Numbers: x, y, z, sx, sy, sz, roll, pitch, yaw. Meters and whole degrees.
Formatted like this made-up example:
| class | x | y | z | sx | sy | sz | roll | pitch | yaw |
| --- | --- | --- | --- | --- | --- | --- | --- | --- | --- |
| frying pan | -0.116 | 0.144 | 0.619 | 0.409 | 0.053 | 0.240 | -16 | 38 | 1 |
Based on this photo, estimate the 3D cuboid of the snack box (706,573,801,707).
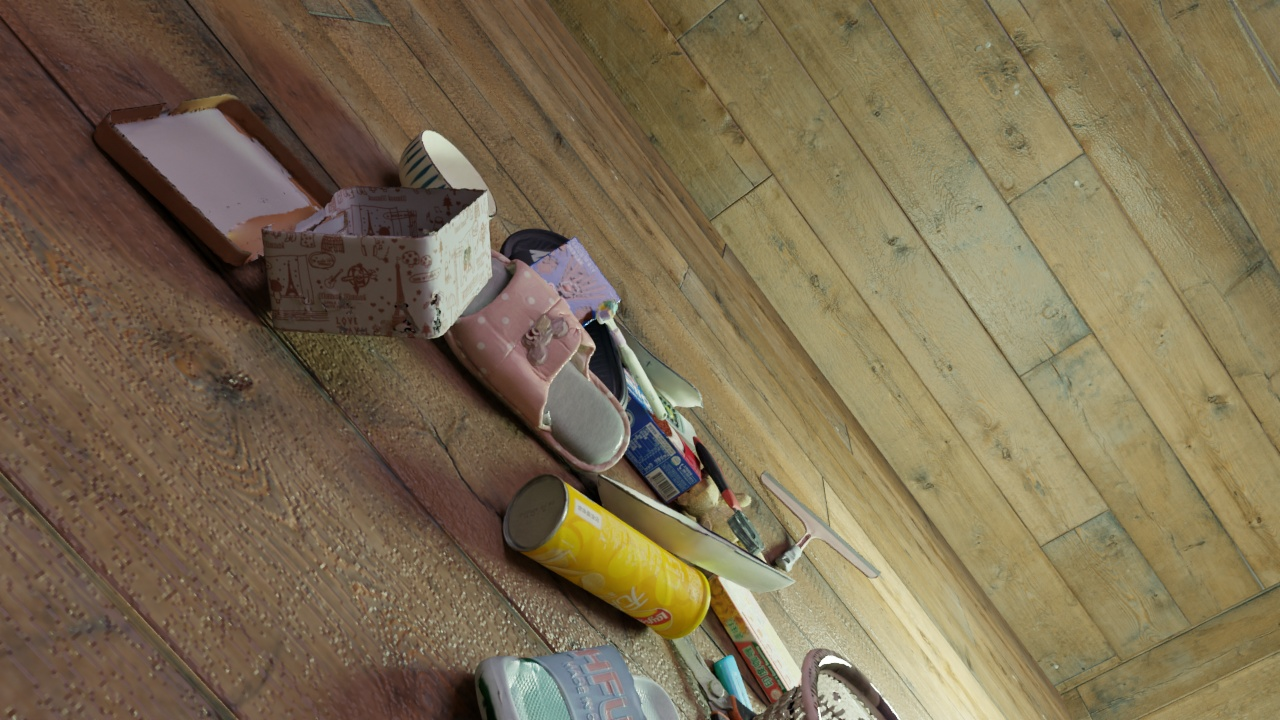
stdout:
| class | x | y | z | sx | sy | sz | roll | pitch | yaw |
| --- | --- | --- | --- | --- | --- | --- | --- | --- | --- |
| snack box | 0.129 | 0.312 | 1.052 | 0.155 | 0.027 | 0.077 | 58 | 16 | 10 |

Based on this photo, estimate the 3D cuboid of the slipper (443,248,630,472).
| class | x | y | z | sx | sy | sz | roll | pitch | yaw |
| --- | --- | --- | --- | --- | --- | --- | --- | --- | --- |
| slipper | -0.095 | 0.004 | 0.893 | 0.055 | 0.114 | 0.274 | 0 | -47 | 54 |

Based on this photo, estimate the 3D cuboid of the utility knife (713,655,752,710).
| class | x | y | z | sx | sy | sz | roll | pitch | yaw |
| --- | --- | --- | --- | --- | --- | --- | --- | --- | --- |
| utility knife | 0.117 | 0.387 | 0.887 | 0.034 | 0.018 | 0.216 | 35 | 26 | -50 |

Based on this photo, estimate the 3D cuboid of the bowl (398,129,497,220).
| class | x | y | z | sx | sy | sz | roll | pitch | yaw |
| --- | --- | --- | --- | --- | --- | --- | --- | --- | --- |
| bowl | -0.218 | -0.183 | 0.993 | 0.116 | 0.066 | 0.116 | 49 | 16 | -20 |

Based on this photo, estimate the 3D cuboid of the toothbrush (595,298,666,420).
| class | x | y | z | sx | sy | sz | roll | pitch | yaw |
| --- | --- | --- | --- | --- | --- | --- | --- | --- | --- |
| toothbrush | -0.006 | 0.006 | 1.009 | 0.020 | 0.029 | 0.190 | 26 | -26 | 41 |

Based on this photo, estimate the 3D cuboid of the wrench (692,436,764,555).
| class | x | y | z | sx | sy | sz | roll | pitch | yaw |
| --- | --- | --- | --- | --- | --- | --- | --- | --- | --- |
| wrench | 0.095 | 0.148 | 1.044 | 0.056 | 0.016 | 0.273 | 49 | 5 | -18 |

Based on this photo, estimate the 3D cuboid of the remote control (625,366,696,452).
| class | x | y | z | sx | sy | sz | roll | pitch | yaw |
| --- | --- | --- | --- | --- | --- | --- | --- | --- | --- |
| remote control | 0.025 | 0.065 | 1.178 | 0.135 | 0.019 | 0.056 | 44 | 18 | -26 |

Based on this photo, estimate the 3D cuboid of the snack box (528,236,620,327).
| class | x | y | z | sx | sy | sz | roll | pitch | yaw |
| --- | --- | --- | --- | --- | --- | --- | --- | --- | --- |
| snack box | -0.103 | -0.055 | 0.952 | 0.156 | 0.026 | 0.084 | -38 | 93 | -29 |

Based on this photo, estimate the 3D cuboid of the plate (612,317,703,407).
| class | x | y | z | sx | sy | sz | roll | pitch | yaw |
| --- | --- | --- | --- | --- | --- | --- | --- | --- | --- |
| plate | 0.014 | 0.014 | 1.241 | 0.164 | 0.034 | 0.163 | 42 | -4 | 11 |

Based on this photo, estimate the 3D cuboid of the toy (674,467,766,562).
| class | x | y | z | sx | sy | sz | roll | pitch | yaw |
| --- | --- | --- | --- | --- | --- | --- | --- | --- | --- |
| toy | 0.102 | 0.211 | 1.138 | 0.104 | 0.066 | 0.157 | -38 | 99 | -32 |

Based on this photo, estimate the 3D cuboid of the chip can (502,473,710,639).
| class | x | y | z | sx | sy | sz | roll | pitch | yaw |
| --- | --- | --- | --- | --- | --- | --- | --- | --- | --- |
| chip can | -0.024 | 0.177 | 0.809 | 0.213 | 0.072 | 0.072 | 41 | 21 | -39 |

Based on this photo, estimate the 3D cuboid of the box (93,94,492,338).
| class | x | y | z | sx | sy | sz | roll | pitch | yaw |
| --- | --- | --- | --- | --- | --- | --- | --- | --- | --- |
| box | -0.250 | -0.109 | 0.709 | 0.274 | 0.125 | 0.178 | 25 | 21 | -4 |

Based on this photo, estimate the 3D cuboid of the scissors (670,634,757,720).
| class | x | y | z | sx | sy | sz | roll | pitch | yaw |
| --- | --- | --- | --- | --- | --- | --- | --- | --- | --- |
| scissors | 0.087 | 0.330 | 0.886 | 0.196 | 0.015 | 0.205 | 29 | 34 | -22 |

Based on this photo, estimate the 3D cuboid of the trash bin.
| class | x | y | z | sx | sy | sz | roll | pitch | yaw |
| --- | --- | --- | --- | --- | --- | --- | --- | --- | --- |
| trash bin | 0.098 | 0.338 | 0.607 | 0.227 | 0.192 | 0.227 | 49 | 17 | -21 |

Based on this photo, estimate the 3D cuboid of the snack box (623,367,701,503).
| class | x | y | z | sx | sy | sz | roll | pitch | yaw |
| --- | --- | --- | --- | --- | --- | --- | --- | --- | --- |
| snack box | -0.010 | 0.071 | 1.090 | 0.207 | 0.057 | 0.058 | 51 | 14 | -12 |

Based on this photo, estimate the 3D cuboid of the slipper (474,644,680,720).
| class | x | y | z | sx | sy | sz | roll | pitch | yaw |
| --- | --- | --- | --- | --- | --- | --- | --- | --- | --- |
| slipper | -0.024 | 0.255 | 0.649 | 0.245 | 0.074 | 0.104 | 33 | 28 | -55 |

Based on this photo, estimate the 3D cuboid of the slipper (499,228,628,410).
| class | x | y | z | sx | sy | sz | roll | pitch | yaw |
| --- | --- | --- | --- | --- | --- | --- | --- | --- | --- |
| slipper | -0.080 | -0.054 | 1.015 | 0.083 | 0.110 | 0.268 | 104 | -32 | -59 |

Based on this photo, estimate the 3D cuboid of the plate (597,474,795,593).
| class | x | y | z | sx | sy | sz | roll | pitch | yaw |
| --- | --- | --- | --- | --- | --- | --- | --- | --- | --- |
| plate | 0.054 | 0.189 | 0.963 | 0.162 | 0.034 | 0.265 | 23 | -8 | 45 |

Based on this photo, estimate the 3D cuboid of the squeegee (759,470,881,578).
| class | x | y | z | sx | sy | sz | roll | pitch | yaw |
| --- | --- | --- | --- | --- | --- | --- | --- | --- | --- |
| squeegee | 0.241 | 0.286 | 1.405 | 0.247 | 0.040 | 0.249 | 42 | 18 | 15 |
